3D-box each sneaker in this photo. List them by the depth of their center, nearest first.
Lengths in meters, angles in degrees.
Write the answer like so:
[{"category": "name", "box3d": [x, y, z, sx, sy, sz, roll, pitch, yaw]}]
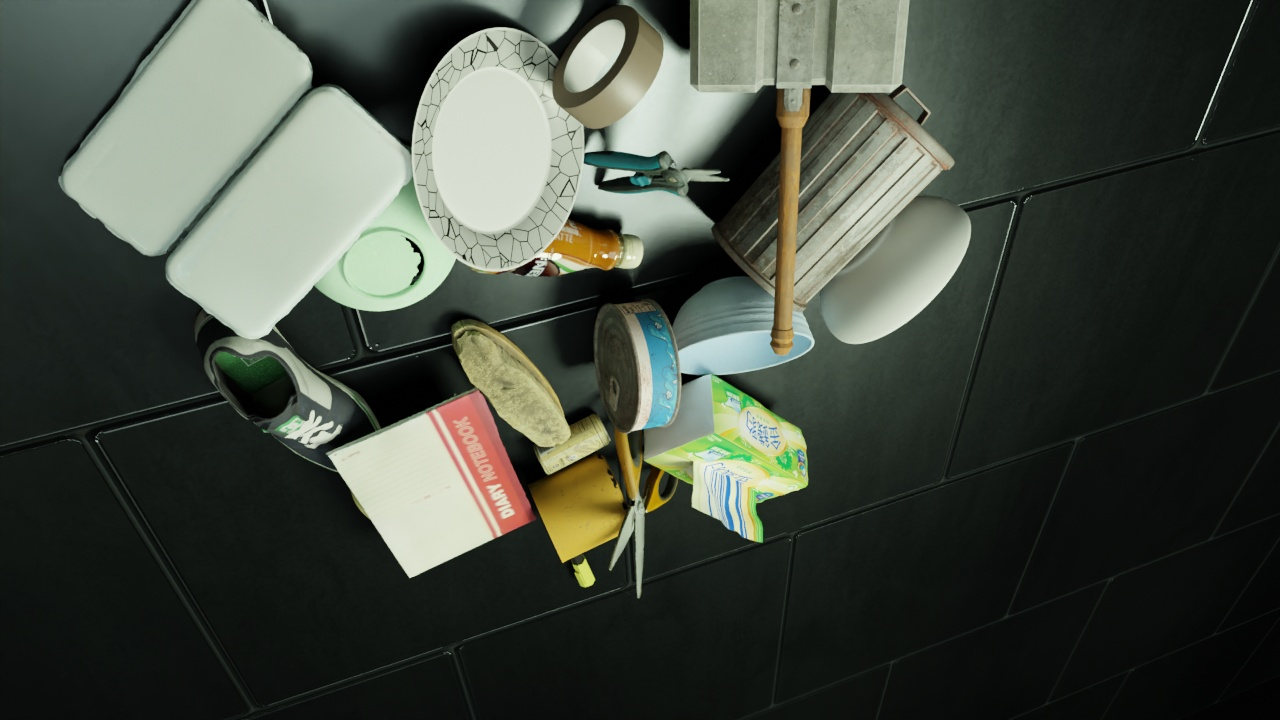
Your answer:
[{"category": "sneaker", "box3d": [-0.312, 0.048, 0.837, 0.084, 0.079, 0.235, -31, 135, 0]}]

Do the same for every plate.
[{"category": "plate", "box3d": [-0.114, -0.167, 0.737, 0.188, 0.016, 0.189, -24, 122, -48]}]

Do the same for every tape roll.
[{"category": "tape roll", "box3d": [-0.027, -0.232, 0.726, 0.094, 0.093, 0.030, -46, 132, 15]}]

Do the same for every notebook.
[{"category": "notebook", "box3d": [-0.202, 0.129, 0.929, 0.153, 0.012, 0.209, -24, 134, -9]}]

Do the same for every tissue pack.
[{"category": "tissue pack", "box3d": [0.100, 0.125, 1.041, 0.197, 0.141, 0.121, 25, 140, -36]}]

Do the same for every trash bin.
[{"category": "trash bin", "box3d": [0.182, -0.163, 0.863, 0.130, 0.130, 0.211, 27, 114, -39]}]

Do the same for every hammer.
[{"category": "hammer", "box3d": [0.126, -0.152, 0.775, 0.163, 0.082, 0.318, 3, 113, 9]}]

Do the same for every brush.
[{"category": "brush", "box3d": [-0.129, 0.027, 0.933, 0.059, 0.043, 0.195, -33, 133, 3]}]

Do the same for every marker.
[{"category": "marker", "box3d": [-0.083, 0.246, 1.159, 0.017, 0.021, 0.124, 9, 139, 26]}]

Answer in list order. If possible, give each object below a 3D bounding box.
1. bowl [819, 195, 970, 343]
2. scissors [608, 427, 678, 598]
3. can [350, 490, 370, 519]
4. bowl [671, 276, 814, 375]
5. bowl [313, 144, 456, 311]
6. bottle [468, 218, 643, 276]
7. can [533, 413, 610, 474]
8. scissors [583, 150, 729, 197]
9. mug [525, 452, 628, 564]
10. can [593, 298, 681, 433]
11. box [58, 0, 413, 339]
[{"category": "bowl", "box3d": [0.241, -0.105, 0.928, 0.066, 0.176, 0.177, 38, 107, -17]}, {"category": "scissors", "box3d": [-0.004, 0.139, 1.018, 0.016, 0.224, 0.217, -8, 114, 24]}, {"category": "can", "box3d": [-0.233, 0.138, 0.969, 0.092, 0.056, 0.116, -32, 134, 1]}, {"category": "bowl", "box3d": [0.099, -0.041, 0.948, 0.150, 0.074, 0.151, -6, 164, -2]}, {"category": "bowl", "box3d": [-0.216, -0.098, 0.761, 0.150, 0.077, 0.151, -13, 133, -15]}, {"category": "bottle", "box3d": [-0.076, -0.105, 0.836, 0.167, 0.059, 0.059, 1, 127, -30]}, {"category": "can", "box3d": [-0.076, 0.092, 1.018, 0.079, 0.038, 0.038, -27, 134, -2]}, {"category": "scissors", "box3d": [0.009, -0.160, 0.794, 0.126, 0.019, 0.144, 30, 159, -7]}, {"category": "mug", "box3d": [-0.068, 0.167, 1.055, 0.094, 0.100, 0.124, -24, 175, -8]}, {"category": "can", "box3d": [-0.005, 0.005, 0.914, 0.044, 0.130, 0.130, -8, 131, -20]}, {"category": "box", "box3d": [-0.295, -0.137, 0.673, 0.209, 0.037, 0.189, -40, 113, 14]}]
